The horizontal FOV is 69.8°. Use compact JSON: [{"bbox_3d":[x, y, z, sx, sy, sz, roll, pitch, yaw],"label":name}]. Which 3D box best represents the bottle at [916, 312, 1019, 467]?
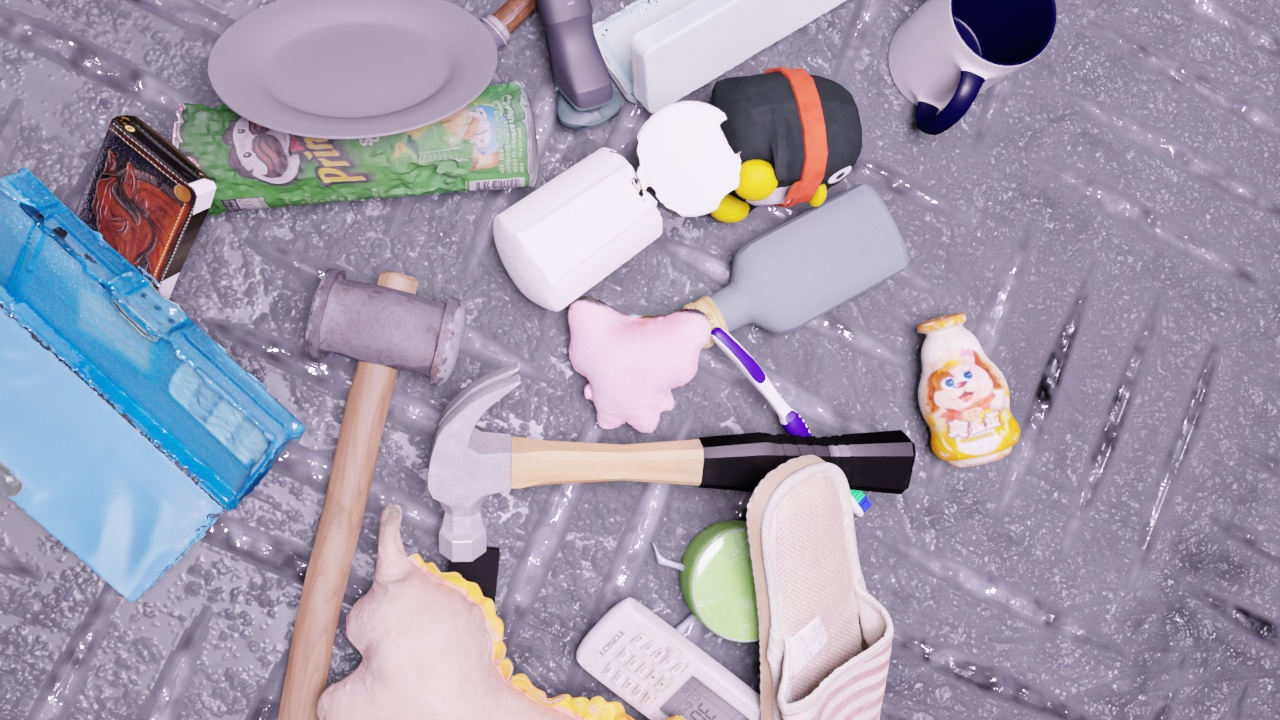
[{"bbox_3d":[0.235,0.021,0.672,0.063,0.063,0.108,-17,90,-10],"label":"bottle"}]

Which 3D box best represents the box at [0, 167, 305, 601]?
[{"bbox_3d":[-0.347,0.016,0.584,0.173,0.066,0.232,-44,96,10],"label":"box"}]

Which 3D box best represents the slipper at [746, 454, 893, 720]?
[{"bbox_3d":[0.123,0.193,0.612,0.114,0.052,0.263,-20,109,-33],"label":"slipper"}]

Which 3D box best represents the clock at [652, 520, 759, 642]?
[{"bbox_3d":[0.077,0.154,0.652,0.119,0.042,0.094,-16,91,-10],"label":"clock"}]

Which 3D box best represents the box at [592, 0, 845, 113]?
[{"bbox_3d":[0.060,-0.264,0.661,0.198,0.086,0.096,-32,65,-11],"label":"box"}]

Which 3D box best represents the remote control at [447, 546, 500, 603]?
[{"bbox_3d":[-0.121,0.203,0.631,0.034,0.013,0.150,6,87,-8],"label":"remote control"}]

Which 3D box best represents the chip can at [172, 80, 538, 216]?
[{"bbox_3d":[-0.180,-0.141,0.606,0.223,0.075,0.075,-7,89,-10],"label":"chip can"}]

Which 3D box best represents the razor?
[{"bbox_3d":[-0.049,-0.229,0.620,0.047,0.052,0.143,-22,123,-14],"label":"razor"}]

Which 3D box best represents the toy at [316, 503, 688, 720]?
[{"bbox_3d":[-0.068,0.213,0.597,0.264,0.065,0.196,14,93,-8],"label":"toy"}]

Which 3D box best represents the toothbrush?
[{"bbox_3d":[0.110,0.045,0.658,0.016,0.015,0.186,-43,107,-11],"label":"toothbrush"}]

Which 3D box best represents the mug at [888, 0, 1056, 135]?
[{"bbox_3d":[0.232,-0.219,0.664,0.078,0.097,0.112,20,84,-8],"label":"mug"}]

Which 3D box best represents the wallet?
[{"bbox_3d":[-0.315,-0.084,0.571,0.072,0.019,0.123,40,121,-5],"label":"wallet"}]

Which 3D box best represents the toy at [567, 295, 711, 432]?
[{"bbox_3d":[-0.004,0.004,0.637,0.102,0.050,0.093,5,103,14],"label":"toy"}]

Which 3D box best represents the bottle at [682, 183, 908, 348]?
[{"bbox_3d":[0.107,-0.060,0.662,0.161,0.046,0.072,-28,92,-6],"label":"bottle"}]

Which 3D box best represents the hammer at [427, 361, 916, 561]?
[{"bbox_3d":[0.024,0.069,0.621,0.328,0.039,0.131,1,113,-9],"label":"hammer"}]

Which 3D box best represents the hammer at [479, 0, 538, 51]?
[{"bbox_3d":[-0.042,-0.295,0.655,0.156,0.043,0.322,44,84,-5],"label":"hammer"}]

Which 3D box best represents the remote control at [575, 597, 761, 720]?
[{"bbox_3d":[0.023,0.224,0.640,0.138,0.025,0.060,39,107,-6],"label":"remote control"}]

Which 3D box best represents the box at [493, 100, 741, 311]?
[{"bbox_3d":[-0.016,-0.102,0.610,0.159,0.119,0.084,-37,96,-11],"label":"box"}]

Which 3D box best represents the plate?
[{"bbox_3d":[-0.182,-0.192,0.590,0.178,0.012,0.178,3,49,-3],"label":"plate"}]

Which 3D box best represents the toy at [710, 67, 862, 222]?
[{"bbox_3d":[0.107,-0.156,0.643,0.119,0.098,0.099,-9,85,-12],"label":"toy"}]

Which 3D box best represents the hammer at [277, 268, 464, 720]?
[{"bbox_3d":[-0.198,0.102,0.610,0.098,0.052,0.328,14,89,-9],"label":"hammer"}]
